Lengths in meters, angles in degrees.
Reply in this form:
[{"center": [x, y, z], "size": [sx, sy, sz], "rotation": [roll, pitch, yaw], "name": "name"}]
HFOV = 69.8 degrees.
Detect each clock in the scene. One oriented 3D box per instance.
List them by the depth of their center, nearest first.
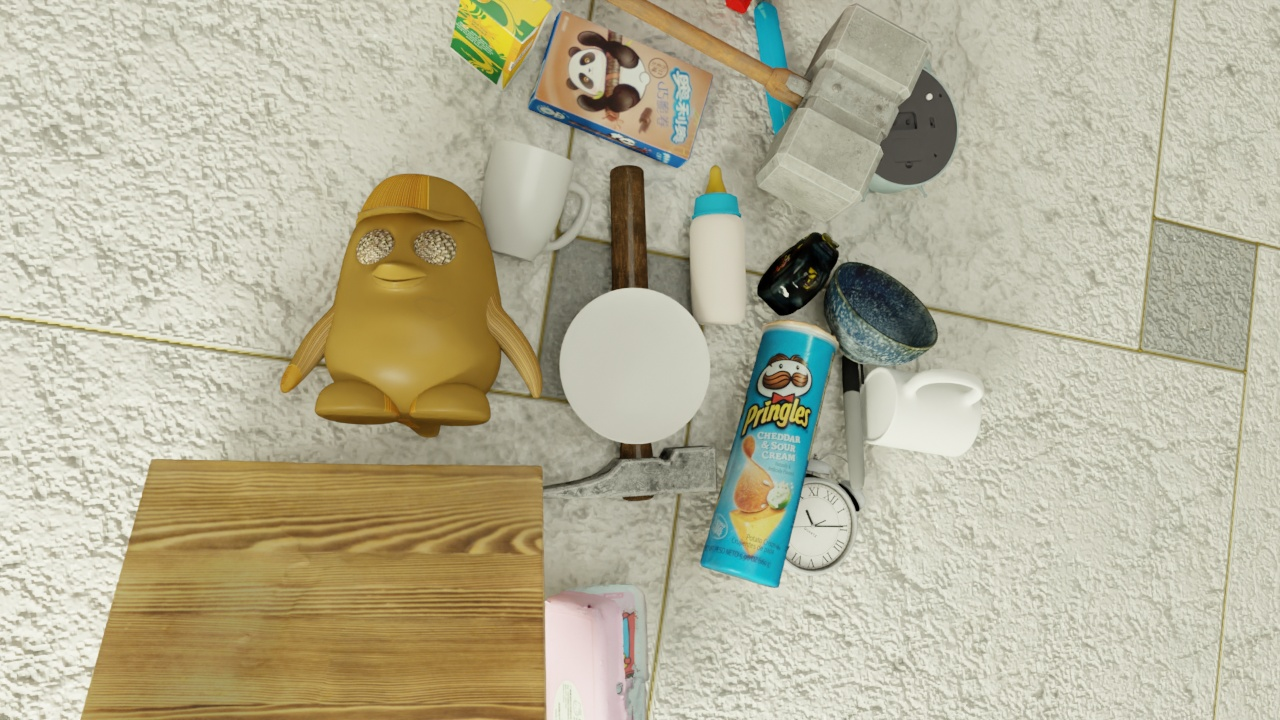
[{"center": [0.163, 0.145, 0.864], "size": [0.094, 0.035, 0.122], "rotation": [36, 80, -12], "name": "clock"}, {"center": [0.245, -0.239, 0.898], "size": [0.122, 0.045, 0.159], "rotation": [-7, 89, -16], "name": "clock"}]

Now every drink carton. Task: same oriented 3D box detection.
[{"center": [-0.117, -0.275, 0.756], "size": [0.058, 0.123, 0.041], "rotation": [38, 79, -11], "name": "drink carton"}]

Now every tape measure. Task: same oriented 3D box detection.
[{"center": [0.144, -0.076, 0.850], "size": [0.042, 0.073, 0.071], "rotation": [41, 49, -16], "name": "tape measure"}]

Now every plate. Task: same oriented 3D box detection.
[{"center": [-0.005, 0.005, 0.796], "size": [0.134, 0.011, 0.134], "rotation": [1, 86, -16], "name": "plate"}]

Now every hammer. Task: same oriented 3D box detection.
[{"center": [0.073, -0.270, 0.804], "size": [0.317, 0.083, 0.162], "rotation": [27, 82, -5], "name": "hammer"}, {"center": [-0.044, -0.024, 0.812], "size": [0.217, 0.037, 0.300], "rotation": [-1, 87, -16], "name": "hammer"}]

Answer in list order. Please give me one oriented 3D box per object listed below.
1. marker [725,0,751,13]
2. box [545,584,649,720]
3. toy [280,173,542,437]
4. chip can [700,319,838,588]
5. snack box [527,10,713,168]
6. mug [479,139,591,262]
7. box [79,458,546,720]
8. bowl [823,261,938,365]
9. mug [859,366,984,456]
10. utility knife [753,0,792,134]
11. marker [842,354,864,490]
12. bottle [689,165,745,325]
[{"center": [0.122, -0.401, 0.882], "size": [0.023, 0.021, 0.145], "rotation": [30, 80, -20], "name": "marker"}, {"center": [-0.027, 0.285, 0.744], "size": [0.095, 0.088, 0.202], "rotation": [2, 86, -49], "name": "box"}, {"center": [-0.175, -0.052, 0.720], "size": [0.198, 0.163, 0.203], "rotation": [2, 76, -5], "name": "toy"}, {"center": [0.116, 0.081, 0.817], "size": [0.079, 0.080, 0.229], "rotation": [21, 75, -14], "name": "chip can"}, {"center": [-0.017, -0.243, 0.829], "size": [0.151, 0.034, 0.087], "rotation": [18, 82, -15], "name": "snack box"}, {"center": [-0.089, -0.130, 0.794], "size": [0.107, 0.071, 0.089], "rotation": [13, 92, -43], "name": "mug"}, {"center": [-0.216, 0.208, 0.677], "size": [0.279, 0.216, 0.256], "rotation": [2, 56, -9], "name": "box"}, {"center": [0.216, -0.034, 0.866], "size": [0.114, 0.061, 0.114], "rotation": [20, 40, -18], "name": "bowl"}, {"center": [0.270, 0.040, 0.861], "size": [0.090, 0.111, 0.073], "rotation": [10, 58, -15], "name": "mug"}, {"center": [0.131, -0.281, 0.883], "size": [0.031, 0.015, 0.173], "rotation": [-8, 88, -19], "name": "utility knife"}, {"center": [0.205, 0.055, 0.874], "size": [0.022, 0.016, 0.138], "rotation": [-5, 71, 13], "name": "marker"}, {"center": [0.070, -0.106, 0.839], "size": [0.051, 0.051, 0.146], "rotation": [-1, 88, -16], "name": "bottle"}]
